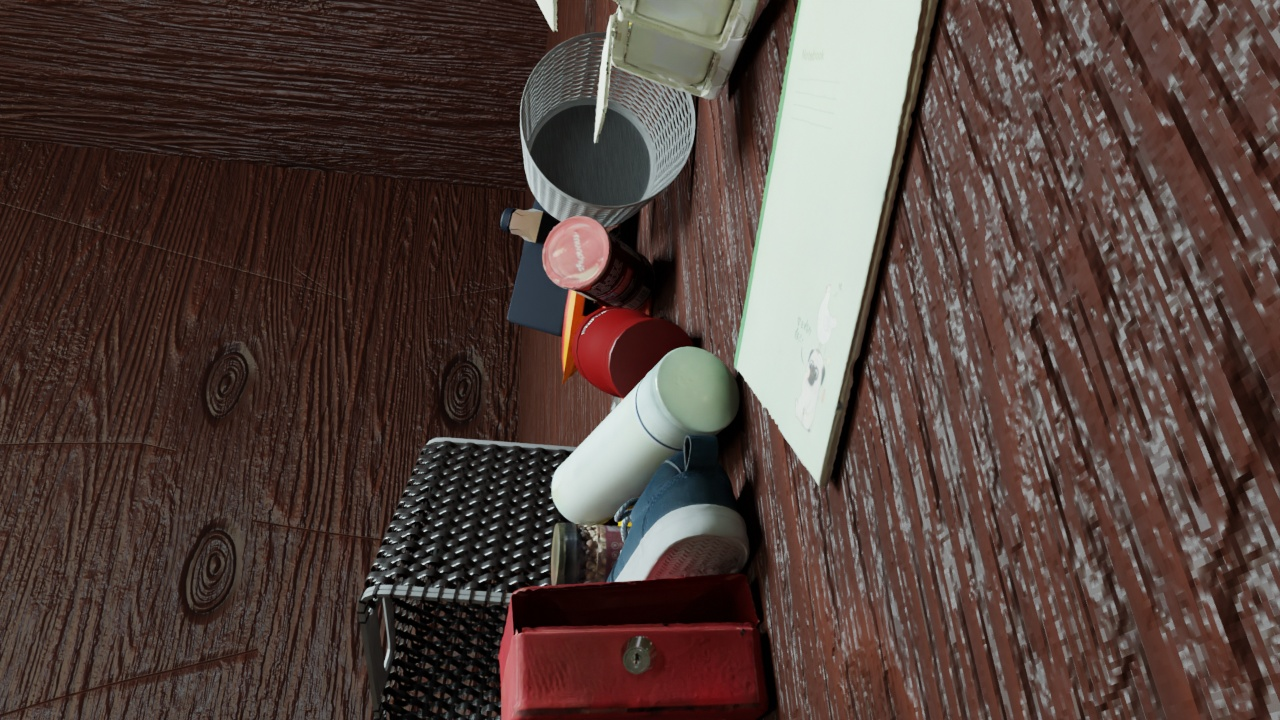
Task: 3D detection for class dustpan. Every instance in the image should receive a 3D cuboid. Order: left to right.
[{"bbox_3d":[-0.099,-0.154,1.099,0.273,0.080,0.236,-57,-18,-82],"label":"dustpan"}]

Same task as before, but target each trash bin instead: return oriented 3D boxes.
[{"bbox_3d":[-0.041,-0.212,0.904,0.183,0.156,0.156,174,100,-82],"label":"trash bin"}]

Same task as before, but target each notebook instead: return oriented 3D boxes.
[{"bbox_3d":[0.097,-0.084,0.510,0.181,0.010,0.253,-113,29,-68],"label":"notebook"}]

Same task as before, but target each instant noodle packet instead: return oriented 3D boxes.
[{"bbox_3d":[-0.057,-0.075,1.112,0.220,0.032,0.160,-58,-21,-72],"label":"instant noodle packet"}]

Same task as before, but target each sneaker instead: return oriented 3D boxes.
[{"bbox_3d":[0.014,0.146,0.666,0.236,0.089,0.087,113,155,-46],"label":"sneaker"}]

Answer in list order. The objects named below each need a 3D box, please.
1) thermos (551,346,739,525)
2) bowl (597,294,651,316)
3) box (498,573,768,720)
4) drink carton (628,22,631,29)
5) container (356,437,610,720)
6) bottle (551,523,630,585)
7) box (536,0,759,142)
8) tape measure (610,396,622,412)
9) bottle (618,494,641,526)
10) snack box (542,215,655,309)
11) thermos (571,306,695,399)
[{"bbox_3d":[-0.004,0.068,0.720,0.231,0.068,0.067,134,141,-54],"label":"thermos"},{"bbox_3d":[-0.022,-0.046,1.023,0.130,0.045,0.130,-177,91,-79],"label":"bowl"},{"bbox_3d":[-0.010,0.199,0.584,0.129,0.157,0.087,108,157,-56],"label":"box"},{"bbox_3d":[0.013,-0.368,0.969,0.128,0.038,0.044,-114,30,-69],"label":"drink carton"},{"bbox_3d":[-0.157,0.255,1.041,0.243,0.245,0.248,-88,3,-54],"label":"container"},{"bbox_3d":[-0.020,0.168,0.777,0.056,0.105,0.056,-177,91,-80],"label":"bottle"},{"bbox_3d":[-0.022,-0.226,0.651,0.144,0.187,0.105,113,175,-75],"label":"box"},{"bbox_3d":[-0.017,0.063,0.976,0.058,0.038,0.058,118,154,-65],"label":"tape measure"},{"bbox_3d":[0.003,0.130,0.831,0.043,0.043,0.144,-130,45,-75],"label":"bottle"},{"bbox_3d":[-0.039,-0.093,0.918,0.121,0.072,0.072,22,-112,-66],"label":"snack box"},{"bbox_3d":[-0.005,0.005,0.850,0.108,0.084,0.199,62,171,-11],"label":"thermos"}]
